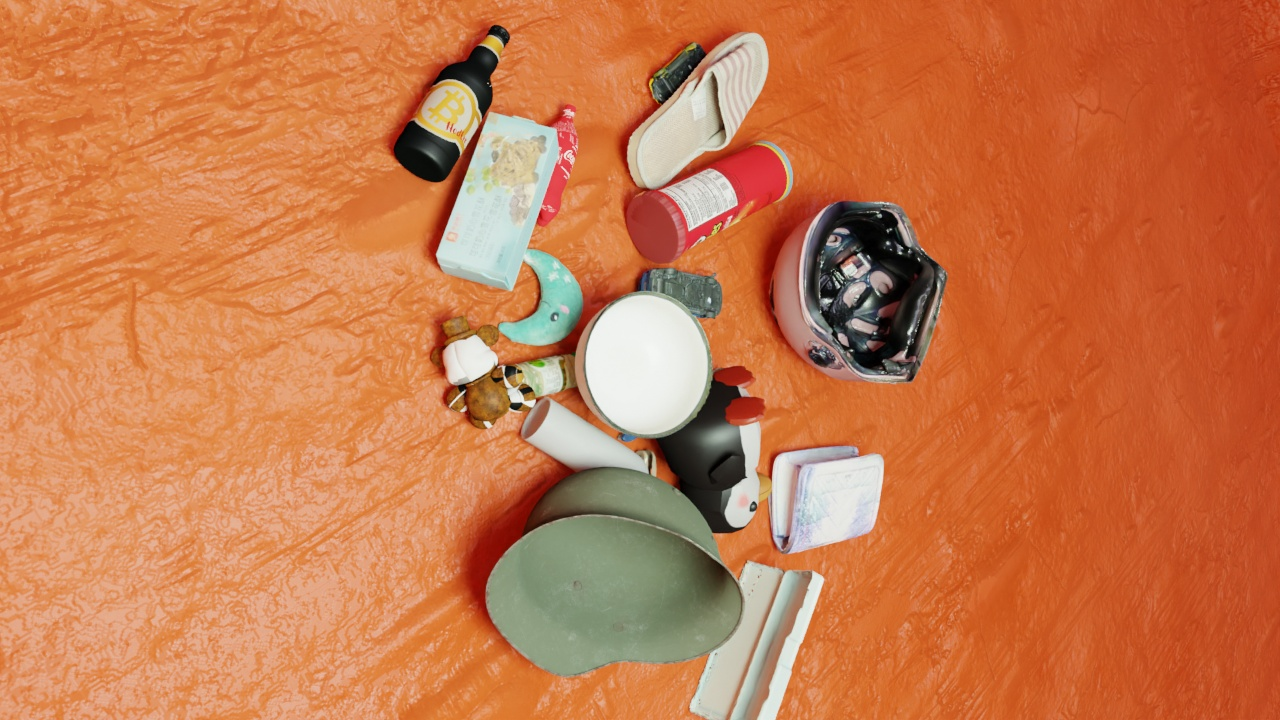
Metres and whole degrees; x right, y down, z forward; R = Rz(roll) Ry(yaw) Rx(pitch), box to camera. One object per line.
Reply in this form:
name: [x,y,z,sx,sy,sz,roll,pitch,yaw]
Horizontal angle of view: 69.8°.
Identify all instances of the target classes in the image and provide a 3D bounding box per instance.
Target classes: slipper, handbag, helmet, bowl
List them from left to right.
helmet: [-0.017,0.204,0.949,0.267,0.227,0.153,34,26,-19]
bowl: [-0.006,0.006,0.976,0.153,0.073,0.153,1,87,-30]
slipper: [0.082,-0.303,1.109,0.262,0.052,0.115,-47,141,-24]
handbag: [0.242,0.182,1.215,0.158,0.069,0.126,-3,103,-36]
helmet: [0.265,-0.087,1.192,0.255,0.153,0.229,27,74,-30]

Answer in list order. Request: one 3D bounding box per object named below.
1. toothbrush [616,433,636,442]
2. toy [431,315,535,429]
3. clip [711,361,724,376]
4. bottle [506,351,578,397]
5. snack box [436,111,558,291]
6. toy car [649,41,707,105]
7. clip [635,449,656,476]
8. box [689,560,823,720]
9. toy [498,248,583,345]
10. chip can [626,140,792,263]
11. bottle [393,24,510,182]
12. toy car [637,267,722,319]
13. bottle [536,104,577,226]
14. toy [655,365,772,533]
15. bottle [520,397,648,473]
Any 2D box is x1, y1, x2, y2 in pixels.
toothbrush: [0.027,0.076,1.094,0.134,0.017,0.021,-16,100,-38]
toy: [-0.163,0.011,0.921,0.112,0.087,0.067,66,16,1]
clip: [0.081,0.025,1.130,0.060,0.026,0.049,0,88,-35]
bottle: [-0.093,0.014,0.992,0.110,0.043,0.043,-12,94,-34]
snack box: [-0.144,-0.163,0.941,0.075,0.053,0.174,16,74,5]
toy car: [0.049,-0.349,1.127,0.106,0.030,0.049,-46,114,-27]
clip: [0.001,0.134,1.065,0.049,0.026,0.061,-36,115,-27]
box: [0.140,0.337,1.081,0.044,0.136,0.196,35,67,-24]
toy: [-0.103,-0.063,0.997,0.085,0.033,0.105,21,76,-22]
chip can: [0.087,-0.195,1.111,0.212,0.087,0.087,-32,105,-34]
bottle: [-0.182,-0.269,0.934,0.059,0.059,0.181,37,66,-29]
toy car: [0.048,-0.081,1.100,0.120,0.044,0.056,7,82,-39]
bottle: [-0.095,-0.216,1.005,0.042,0.042,0.141,24,73,-33]
toy: [0.079,0.120,1.063,0.140,0.159,0.184,-11,119,1]
bottle: [-0.038,0.111,1.009,0.195,0.053,0.052,35,67,-25]
